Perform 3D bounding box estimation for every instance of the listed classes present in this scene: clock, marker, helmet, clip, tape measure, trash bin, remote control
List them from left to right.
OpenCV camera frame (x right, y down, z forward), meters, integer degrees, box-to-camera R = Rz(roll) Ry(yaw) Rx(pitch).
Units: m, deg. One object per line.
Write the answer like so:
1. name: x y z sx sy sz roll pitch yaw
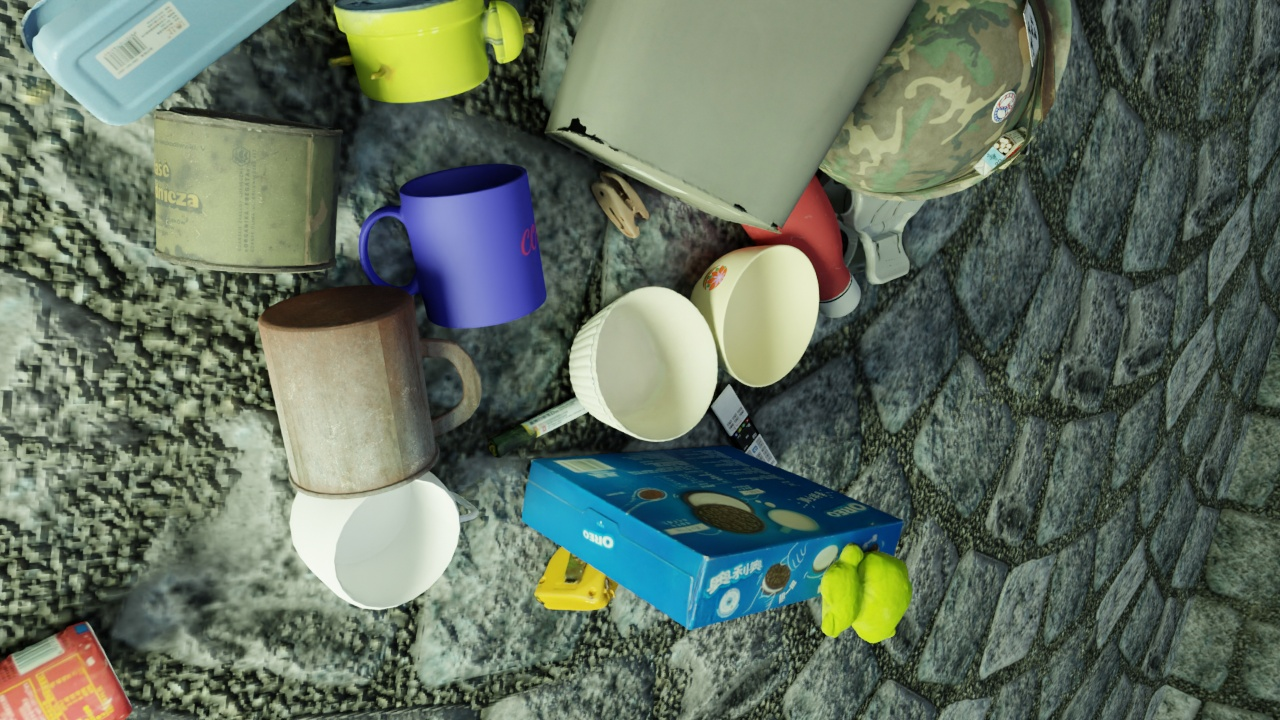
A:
1. clock: -0.117 -0.190 0.530 0.118 0.083 0.057 -27 127 -30
2. marker: -0.054 0.039 0.715 0.146 0.017 0.017 -26 121 -33
3. tape measure: -0.045 0.169 0.736 0.030 0.068 0.058 54 42 -38
4. clip: -0.016 -0.115 0.693 0.061 0.026 0.049 -3 111 -50
5. trash bin: 0.056 -0.217 0.592 0.197 0.197 0.220 22 97 -18
6. remote control: 0.097 0.070 0.868 0.028 0.012 0.124 -50 132 -18
7. clip: 0.230 -0.146 0.875 0.125 0.089 0.151 -19 107 -34
8. helmet: 0.234 -0.232 0.745 0.225 0.192 0.235 -37 172 20

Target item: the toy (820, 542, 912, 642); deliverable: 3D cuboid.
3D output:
1. toy: 0.166 0.174 0.679 0.093 0.036 0.094 -19 113 -30

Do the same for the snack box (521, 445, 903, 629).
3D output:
1. snack box: 0.058 0.125 0.724 0.238 0.196 0.056 2 103 -43

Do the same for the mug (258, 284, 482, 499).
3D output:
1. mug: -0.158 0.013 0.554 0.122 0.096 0.110 -14 118 -23

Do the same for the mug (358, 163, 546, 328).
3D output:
1. mug: -0.120 -0.071 0.581 0.111 0.079 0.084 -11 115 -9

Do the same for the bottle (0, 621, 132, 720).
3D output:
1. bottle: -0.345 0.196 0.474 0.137 0.062 0.062 -27 121 -32

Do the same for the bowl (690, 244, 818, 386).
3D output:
1. bowl: 0.083 -0.044 0.771 0.117 0.074 0.118 -16 115 -38

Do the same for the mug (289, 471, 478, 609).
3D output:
1. mug: -0.164 0.105 0.602 0.115 0.068 0.094 -8 110 -41

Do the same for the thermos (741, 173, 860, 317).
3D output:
1. thermos: 0.131 -0.118 0.790 0.073 0.073 0.240 -56 134 -13

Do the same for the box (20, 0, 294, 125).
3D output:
1. box: -0.207 -0.205 0.462 0.209 0.052 0.067 -42 159 -9

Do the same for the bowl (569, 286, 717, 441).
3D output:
1. bowl: -0.004 0.004 0.702 0.115 0.063 0.115 3 86 -36

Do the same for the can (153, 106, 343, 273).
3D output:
1. can: -0.204 -0.090 0.480 0.089 0.090 0.075 -6 108 -41
